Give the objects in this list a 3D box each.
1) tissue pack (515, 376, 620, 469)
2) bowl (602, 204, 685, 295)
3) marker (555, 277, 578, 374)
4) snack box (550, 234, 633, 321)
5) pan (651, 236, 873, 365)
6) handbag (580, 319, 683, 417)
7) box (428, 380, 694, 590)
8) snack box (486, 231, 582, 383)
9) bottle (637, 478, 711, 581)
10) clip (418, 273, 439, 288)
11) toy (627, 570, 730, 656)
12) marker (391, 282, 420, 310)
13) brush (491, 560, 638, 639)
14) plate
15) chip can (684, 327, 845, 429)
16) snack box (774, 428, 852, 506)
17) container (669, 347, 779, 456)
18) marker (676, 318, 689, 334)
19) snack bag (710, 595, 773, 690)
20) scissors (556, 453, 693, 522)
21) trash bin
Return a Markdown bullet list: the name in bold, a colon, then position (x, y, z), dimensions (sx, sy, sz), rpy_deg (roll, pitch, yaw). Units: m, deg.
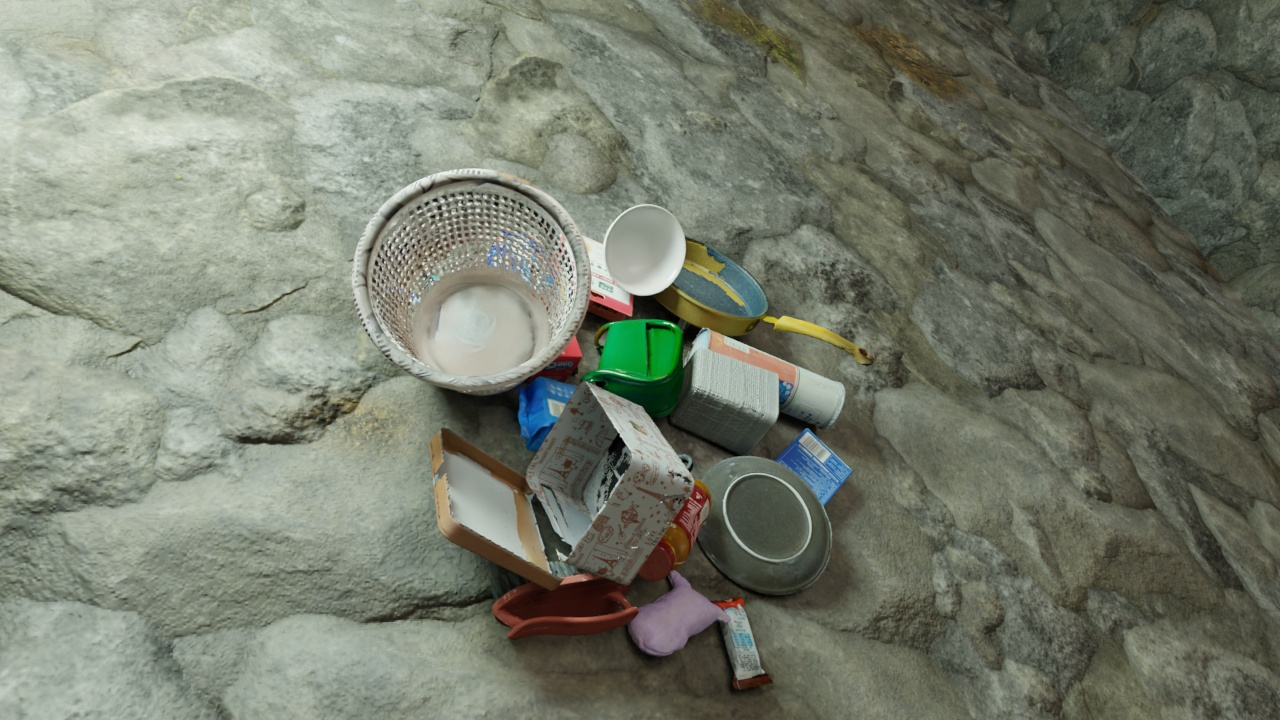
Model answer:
- **tissue pack**: position (-0.066, 0.076, 1.039), dimensions (0.157, 0.052, 0.094), rpy_deg (16, 29, -21)
- **bowl**: position (-0.006, -0.149, 1.216), dimensions (0.118, 0.118, 0.065), rpy_deg (10, 9, -27)
- **marker**: position (-0.089, -0.043, 1.139), dimensions (0.015, 0.018, 0.123), rpy_deg (-4, 80, -27)
- **snack box**: position (-0.066, -0.106, 1.230), dimensions (0.113, 0.044, 0.126), rpy_deg (22, 41, -17)
- **pan**: position (0.160, -0.077, 1.291), dimensions (0.357, 0.078, 0.197), rpy_deg (37, 31, 12)
- **handbag**: position (-0.007, 0.007, 1.131), dimensions (0.120, 0.068, 0.131), rpy_deg (6, 39, 7)
- **box**: position (-0.089, 0.102, 0.884), dimensions (0.192, 0.157, 0.183), rpy_deg (28, 11, -28)
- **snack box**: position (-0.136, -0.070, 1.137), dimensions (0.058, 0.057, 0.207), rpy_deg (1, 51, -34)
- **bottle**: position (0.033, 0.178, 0.974), dimensions (0.057, 0.058, 0.174), rpy_deg (39, 20, 4)
- **clip**: position (-0.243, -0.089, 1.114), dimensions (0.057, 0.015, 0.049), rpy_deg (28, 43, -11)
- **toy**: position (0.032, 0.264, 0.948), dimensions (0.084, 0.039, 0.107), rpy_deg (36, 40, 28)
- **marker**: position (-0.229, -0.045, 1.079), dimensions (0.146, 0.017, 0.016), rpy_deg (34, 40, -1)
- **brush**: position (-0.073, 0.233, 0.885), dimensions (0.145, 0.063, 0.069), rpy_deg (0, 38, -33)
- **plate**: position (0.147, 0.188, 1.083), dimensions (0.179, 0.024, 0.179), rpy_deg (9, 55, -13)
- **chip can**: position (0.169, 0.025, 1.246), dimensions (0.214, 0.071, 0.071), rpy_deg (22, 42, -16)
- **snack box**: position (0.206, 0.156, 1.180), dimensions (0.084, 0.026, 0.156), rpy_deg (44, 41, 11)
- **container**: position (0.104, 0.050, 1.165), dimensions (0.114, 0.090, 0.090), rpy_deg (22, 42, -12)
- **marker**: position (0.059, -0.050, 1.284), dimensions (0.017, 0.017, 0.144), rpy_deg (36, 40, 0)
- **snack bag**: position (0.104, 0.297, 0.974), dimensions (0.048, 0.026, 0.104), rpy_deg (0, 52, -26)
- **scissors**: position (-0.015, 0.138, 1.023), dimensions (0.170, 0.014, 0.159), rpy_deg (-9, 25, -1)
- **trash bin**: position (-0.171, -0.057, 0.963), dimensions (0.227, 0.192, 0.227), rpy_deg (2, 74, -7)
